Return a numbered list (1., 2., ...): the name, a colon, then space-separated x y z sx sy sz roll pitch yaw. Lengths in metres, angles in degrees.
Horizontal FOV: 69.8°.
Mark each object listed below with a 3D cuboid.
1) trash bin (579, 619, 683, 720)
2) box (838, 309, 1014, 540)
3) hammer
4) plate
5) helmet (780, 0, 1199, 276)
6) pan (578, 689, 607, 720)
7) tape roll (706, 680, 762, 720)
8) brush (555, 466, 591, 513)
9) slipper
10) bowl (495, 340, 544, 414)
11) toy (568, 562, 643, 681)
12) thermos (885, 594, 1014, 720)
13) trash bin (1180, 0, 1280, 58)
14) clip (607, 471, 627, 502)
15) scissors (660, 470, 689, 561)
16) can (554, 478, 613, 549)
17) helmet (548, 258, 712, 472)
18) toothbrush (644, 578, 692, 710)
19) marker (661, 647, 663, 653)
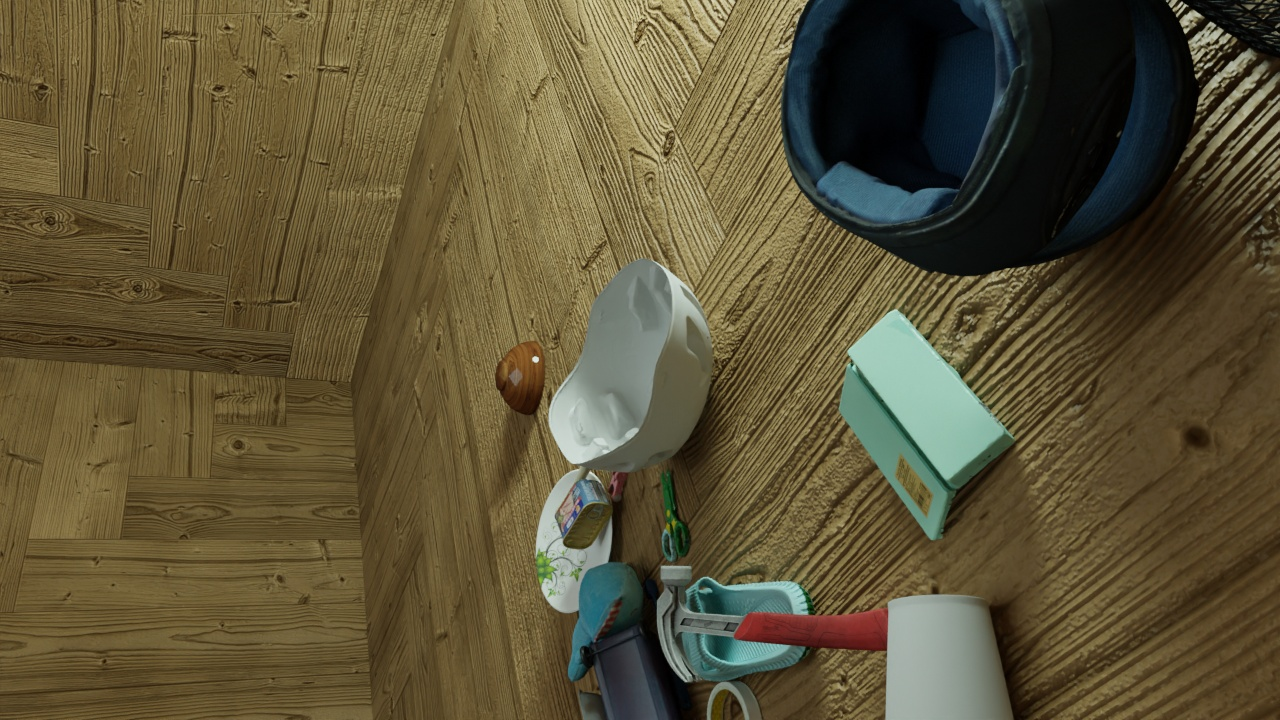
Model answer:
1. trash bin: -0.002 0.436 1.187 0.094 0.092 0.160 -27 54 10
2. box: 0.247 0.055 0.850 0.138 0.057 0.187 -62 33 26
3. hammer: 0.135 0.281 0.957 0.317 0.036 0.126 -12 72 46
4. plate: -0.100 0.293 1.493 0.230 0.030 0.229 -26 58 49
5. helmet: 0.258 -0.179 0.648 0.316 0.235 0.249 -123 43 -60
6. pan: -0.040 0.526 1.167 0.357 0.050 0.200 97 154 -77
7. tape roll: 0.110 0.426 1.078 0.094 0.019 0.094 -22 65 61
8. brush: -0.077 0.145 1.439 0.077 0.062 0.273 -111 41 -60
9. slipper: 0.100 0.310 1.062 0.277 0.069 0.115 -34 53 56
10. bowl: -0.247 0.032 1.808 0.148 0.068 0.147 -21 67 61
11. toy: -0.047 0.377 1.306 0.183 0.115 0.181 -69 0 -81
12. thermos: 0.246 0.305 0.727 0.132 0.131 0.221 -38 44 56
13. trash bin: 0.342 -0.302 0.502 0.217 0.243 0.216 -21 67 61
14. clip: -0.037 0.188 1.419 0.044 0.023 0.060 17 106 61
15. scissors: 0.040 0.214 1.268 0.071 0.014 0.130 -51 43 48
16. can: -0.089 0.237 1.420 0.100 0.054 0.059 -58 35 25
17. helmet: -0.006 0.007 1.205 0.224 0.183 0.283 32 119 54
18. toothbrush: 0.035 0.382 1.241 0.017 0.016 0.189 110 151 -42
19. marker: 0.032 0.456 1.234 0.014 0.014 0.132 -44 47 53
